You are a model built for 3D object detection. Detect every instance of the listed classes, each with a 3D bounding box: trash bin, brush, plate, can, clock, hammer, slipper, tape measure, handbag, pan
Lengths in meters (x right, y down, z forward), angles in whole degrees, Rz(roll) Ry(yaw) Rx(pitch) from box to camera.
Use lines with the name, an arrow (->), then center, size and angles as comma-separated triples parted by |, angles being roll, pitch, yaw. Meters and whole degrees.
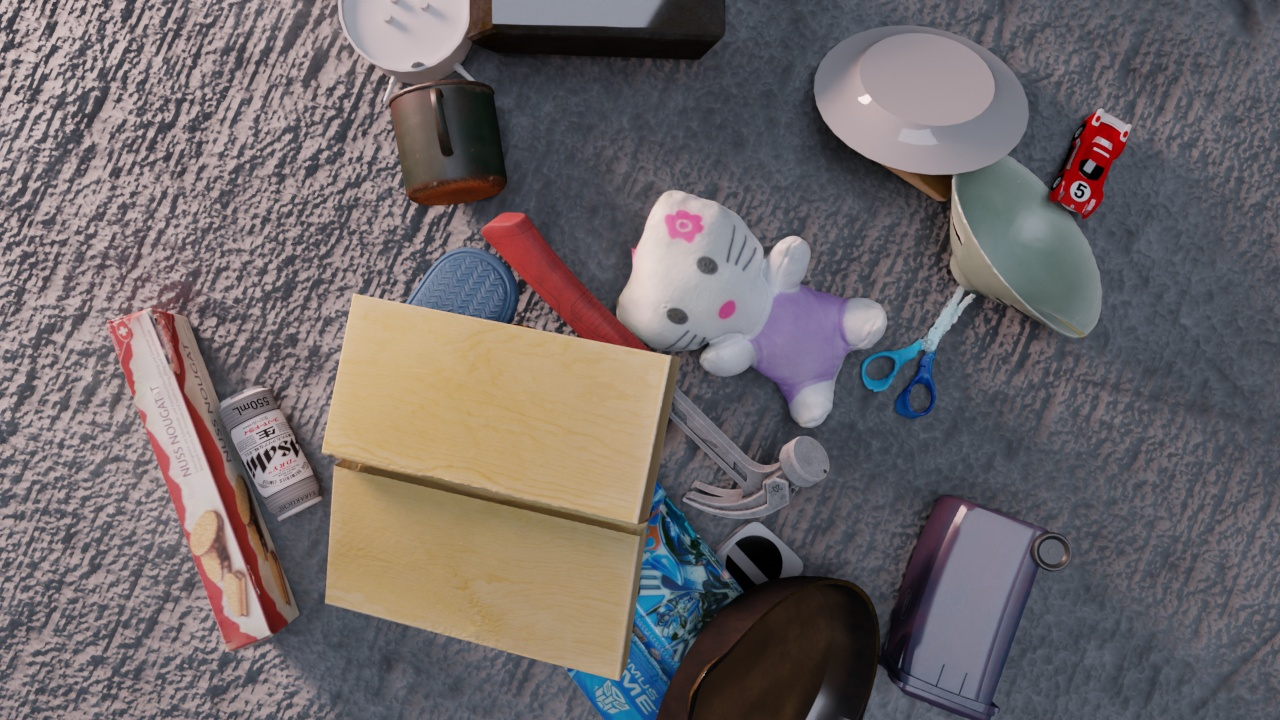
trash bin -> 0.263, 0.199, 0.741 | 0.092, 0.094, 0.161 | 20, 88, 4
brush -> 0.219, -0.183, 0.773 | 0.117, 0.039, 0.049 | 33, 89, -1
plate -> 0.228, -0.222, 0.742 | 0.173, 0.019, 0.172 | 0, 59, 0
can -> -0.303, 0.076, 0.753 | 0.044, 0.044, 0.106 | -28, 90, -2
clock -> -0.194, -0.303, 0.755 | 0.120, 0.061, 0.159 | -12, 90, -2
hammer -> -0.004, 0.004, 0.721 | 0.315, 0.126, 0.036 | 45, 46, -4
slipper -> -0.170, 0.005, 0.752 | 0.104, 0.059, 0.214 | 30, 101, 7
tape measure -> 0.096, 0.174, 0.774 | 0.064, 0.017, 0.065 | -44, 90, -2
handbag -> -0.038, -0.350, 0.737 | 0.197, 0.102, 0.199 | 0, 97, -9
pan -> 0.061, 0.318, 0.692 | 0.248, 0.043, 0.355 | 40, 79, -43

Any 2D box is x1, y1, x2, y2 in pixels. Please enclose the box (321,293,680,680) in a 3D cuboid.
box -> -0.113, 0.094, 0.692 | 0.247, 0.076, 0.257 | 11, 103, 13

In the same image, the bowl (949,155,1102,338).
bowl -> 0.295, -0.086, 0.754 | 0.174, 0.068, 0.174 | 17, 56, -28

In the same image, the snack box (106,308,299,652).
snack box -> -0.347, 0.093, 0.737 | 0.044, 0.077, 0.273 | -20, 89, -5

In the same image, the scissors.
scissors -> 0.251, -0.012, 0.786 | 0.073, 0.016, 0.134 | 42, 83, 4

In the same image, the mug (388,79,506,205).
mug -> -0.152, -0.173, 0.728 | 0.085, 0.111, 0.081 | -10, 91, -6

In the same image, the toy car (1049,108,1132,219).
toy car -> 0.381, -0.166, 0.777 | 0.038, 0.025, 0.089 | 29, 75, -1

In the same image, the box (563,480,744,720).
box -> -0.027, 0.175, 0.735 | 0.167, 0.075, 0.243 | -39, 85, 2

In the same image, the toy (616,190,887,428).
toy -> 0.085, -0.047, 0.742 | 0.209, 0.085, 0.138 | 28, 109, -7
